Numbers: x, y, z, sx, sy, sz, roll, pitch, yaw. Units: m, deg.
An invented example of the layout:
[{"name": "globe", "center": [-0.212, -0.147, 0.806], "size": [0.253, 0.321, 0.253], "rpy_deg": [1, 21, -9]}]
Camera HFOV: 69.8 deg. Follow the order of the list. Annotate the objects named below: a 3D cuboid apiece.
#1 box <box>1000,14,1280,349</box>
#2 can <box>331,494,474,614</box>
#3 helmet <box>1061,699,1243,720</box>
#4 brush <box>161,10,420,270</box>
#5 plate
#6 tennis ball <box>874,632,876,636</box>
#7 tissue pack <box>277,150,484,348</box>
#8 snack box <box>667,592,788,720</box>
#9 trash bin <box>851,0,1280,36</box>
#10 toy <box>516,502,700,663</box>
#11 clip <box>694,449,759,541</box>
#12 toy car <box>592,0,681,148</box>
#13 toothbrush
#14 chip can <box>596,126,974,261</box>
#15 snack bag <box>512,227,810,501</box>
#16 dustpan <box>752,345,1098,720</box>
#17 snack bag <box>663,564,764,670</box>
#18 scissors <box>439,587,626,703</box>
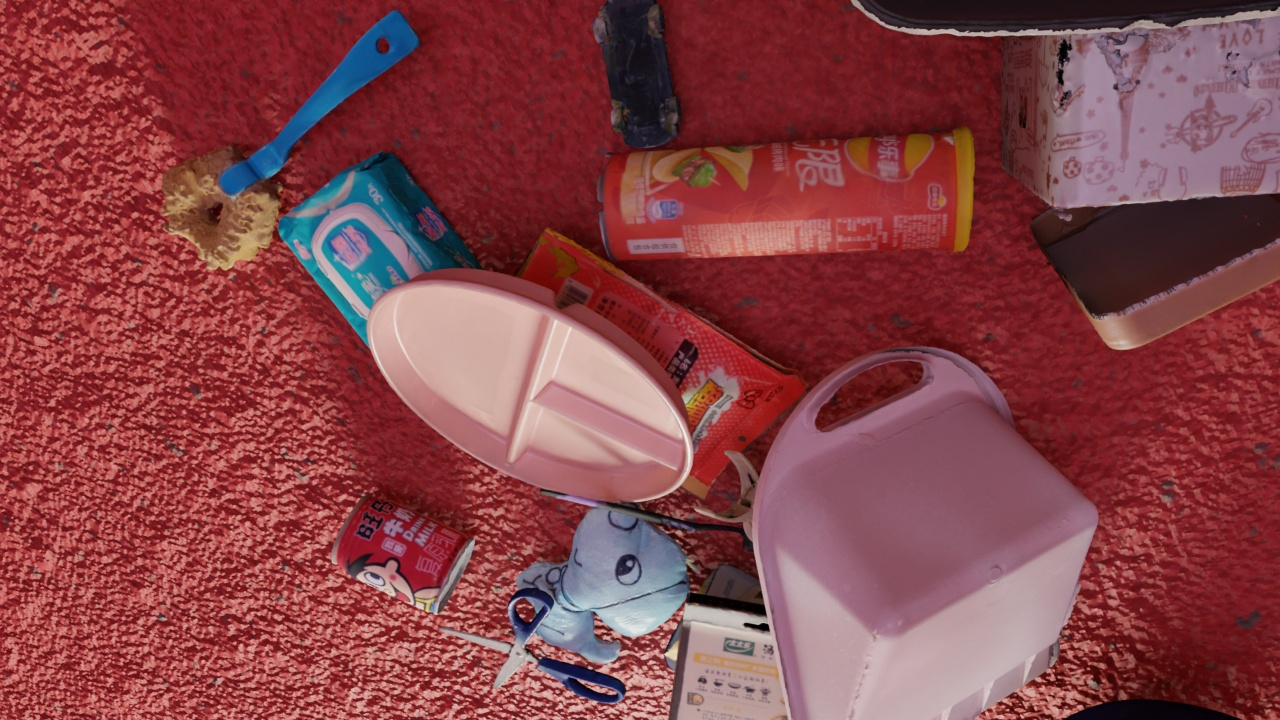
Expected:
[{"name": "box", "center": [0.265, -0.096, 0.458], "size": [0.146, 0.180, 0.148], "rpy_deg": [-1, 108, 14]}, {"name": "can", "center": [-0.187, 0.152, 0.725], "size": [0.094, 0.066, 0.067], "rpy_deg": [24, 115, 2]}, {"name": "helmet", "center": [0.342, 0.379, 0.599], "size": [0.247, 0.240, 0.316], "rpy_deg": [10, 103, 8]}, {"name": "brush", "center": [-0.239, -0.146, 0.618], "size": [0.255, 0.045, 0.083], "rpy_deg": [-31, 99, 28]}, {"name": "plate", "center": [-0.071, 0.021, 0.601], "size": [0.229, 0.028, 0.230], "rpy_deg": [17, 147, 11]}, {"name": "tennis ball", "center": [0.177, 0.179, 0.654], "size": [0.065, 0.065, 0.065], "rpy_deg": [5, 113, 11]}, {"name": "tissue pack", "center": [-0.175, -0.068, 0.638], "size": [0.093, 0.050, 0.133], "rpy_deg": [-33, 102, 23]}, {"name": "snack box", "center": [0.082, 0.222, 0.661], "size": [0.113, 0.053, 0.126], "rpy_deg": [9, 109, 6]}, {"name": "trash bin", "center": [0.182, -0.249, 0.389], "size": [0.199, 0.219, 0.199], "rpy_deg": [2, 112, 13]}, {"name": "toy", "center": [-0.025, 0.173, 0.708], "size": [0.156, 0.049, 0.161], "rpy_deg": [-5, 116, 17]}, {"name": "clip", "center": [0.083, 0.107, 0.641], "size": [0.100, 0.035, 0.070], "rpy_deg": [41, 73, -32]}, {"name": "toy car", "center": [0.000, -0.177, 0.562], "size": [0.043, 0.034, 0.090], "rpy_deg": [-7, 109, 18]}, {"name": "toothbrush", "center": [0.017, 0.117, 0.660], "size": [0.189, 0.016, 0.014], "rpy_deg": [15, 154, -15]}, {"name": "chip can", "center": [0.085, -0.097, 0.556], "size": [0.217, 0.073, 0.073], "rpy_deg": [-2, 112, 13]}, {"name": "snack bag", "center": [-0.004, 0.004, 0.627], "size": [0.208, 0.073, 0.129], "rpy_deg": [32, 122, -11]}, {"name": "dustpan", "center": [0.175, 0.133, 0.603], "size": [0.222, 0.139, 0.274], "rpy_deg": [-20, 135, -21]}, {"name": "snack bag", "center": [0.121, 0.238, 0.709], "size": [0.191, 0.038, 0.110], "rpy_deg": [28, 104, 0]}, {"name": "scissors", "center": [-0.090, 0.235, 0.744], "size": [0.176, 0.012, 0.163], "rpy_deg": [17, 132, 16]}]
